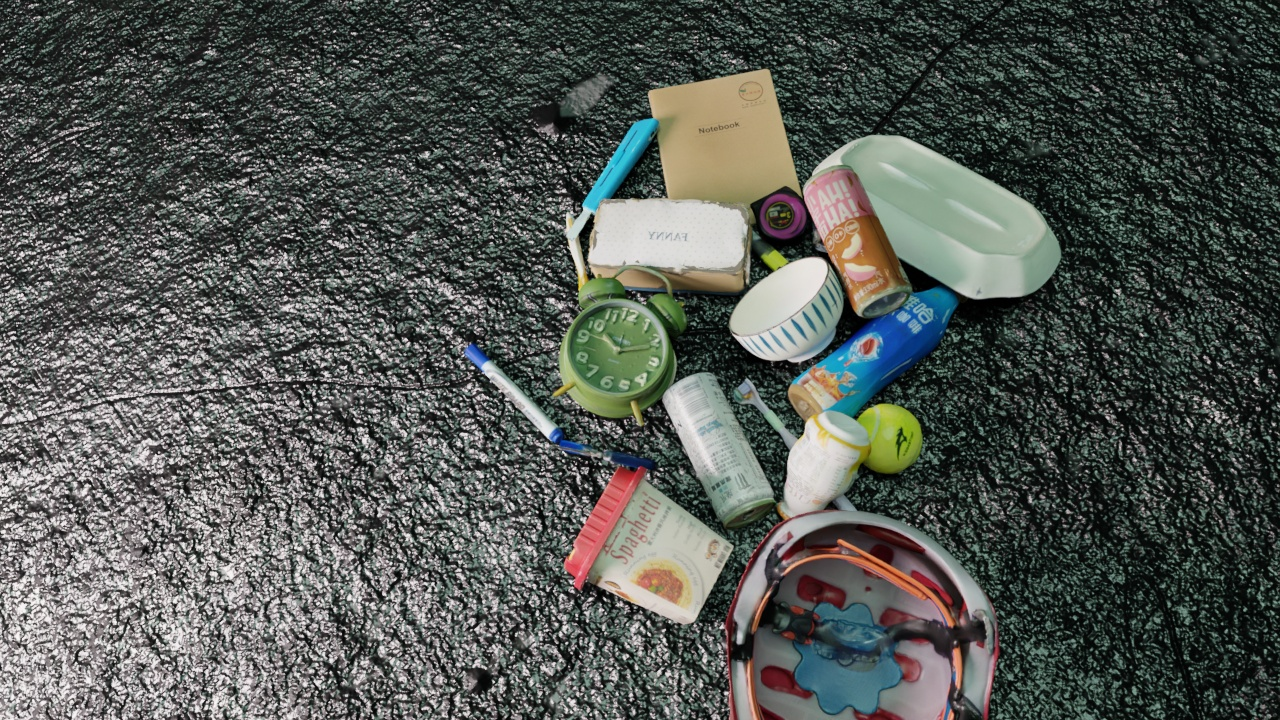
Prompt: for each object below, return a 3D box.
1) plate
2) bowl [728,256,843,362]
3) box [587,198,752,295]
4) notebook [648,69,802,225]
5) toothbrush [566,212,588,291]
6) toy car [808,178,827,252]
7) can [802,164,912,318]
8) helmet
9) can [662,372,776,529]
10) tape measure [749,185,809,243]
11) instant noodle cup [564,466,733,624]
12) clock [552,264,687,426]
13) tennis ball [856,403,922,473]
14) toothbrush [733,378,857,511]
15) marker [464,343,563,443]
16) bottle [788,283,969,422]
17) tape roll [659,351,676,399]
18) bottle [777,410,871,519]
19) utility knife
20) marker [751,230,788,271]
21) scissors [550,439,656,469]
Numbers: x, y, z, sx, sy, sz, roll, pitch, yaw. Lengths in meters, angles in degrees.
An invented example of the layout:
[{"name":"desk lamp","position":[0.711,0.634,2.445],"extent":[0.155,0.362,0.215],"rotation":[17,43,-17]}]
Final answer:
[{"name":"plate","position":[0.306,-0.162,0.950],"extent":[0.266,0.034,0.161],"rotation":[38,58,24]},{"name":"bowl","position":[0.154,-0.042,0.916],"extent":[0.116,0.116,0.066],"rotation":[-46,112,-14]},{"name":"box","position":[0.026,-0.121,0.972],"extent":[0.184,0.061,0.089],"rotation":[6,73,15]},{"name":"notebook","position":[0.096,-0.240,1.053],"extent":[0.148,0.008,0.207],"rotation":[-10,66,2]},{"name":"toothbrush","position":[-0.065,-0.081,0.997],"extent":[0.018,0.016,0.191],"rotation":[-16,66,8]},{"name":"toy car","position":[0.206,-0.156,0.990],"extent":[0.049,0.031,0.105],"rotation":[-4,59,3]},{"name":"can","position":[0.210,-0.116,0.893],"extent":[0.058,0.058,0.147],"rotation":[-18,68,-2]},{"name":"helmet","position":[0.174,0.248,0.760],"extent":[0.207,0.144,0.240],"rotation":[17,83,13]},{"name":"can","position":[0.075,0.085,0.884],"extent":[0.058,0.058,0.146],"rotation":[-23,66,-4]},{"name":"tape measure","position":[0.152,-0.154,0.986],"extent":[0.057,0.039,0.058],"rotation":[-30,90,4]},{"name":"instant noodle cup","position":[0.009,0.173,0.830],"extent":[0.124,0.117,0.116],"rotation":[29,72,5]},{"name":"clock","position":[-0.018,-0.021,0.914],"extent":[0.116,0.056,0.161],"rotation":[18,74,2]},{"name":"tennis ball","position":[0.233,0.074,0.868],"extent":[0.065,0.065,0.065],"rotation":[-2,66,5]},{"name":"toothbrush","position":[0.157,0.094,0.893],"extent":[0.021,0.029,0.189],"rotation":[-18,60,-44]},{"name":"marker","position":[-0.132,0.033,0.953],"extent":[0.017,0.017,0.146],"rotation":[-43,69,-13]},{"name":"bottle","position":[0.245,-0.014,0.907],"extent":[0.218,0.065,0.065],"rotation":[-37,68,-11]},{"name":"tape roll","position":[-0.006,0.006,0.944],"extent":[0.086,0.014,0.085],"rotation":[1,73,-2]},{"name":"bottle","position":[0.165,0.102,0.845],"extent":[0.063,0.063,0.109],"rotation":[32,113,18]},{"name":"utility knife","position":[-0.034,-0.204,1.035],"extent":[0.034,0.018,0.187],"rotation":[12,61,38]},{"name":"marker","position":[0.127,-0.124,0.992],"extent":[0.018,0.015,0.124],"rotation":[-41,71,-8]},{"name":"scissors","position":[-0.045,0.085,0.853],"extent":[0.161,0.163,0.012],"rotation":[7,82,48]}]
